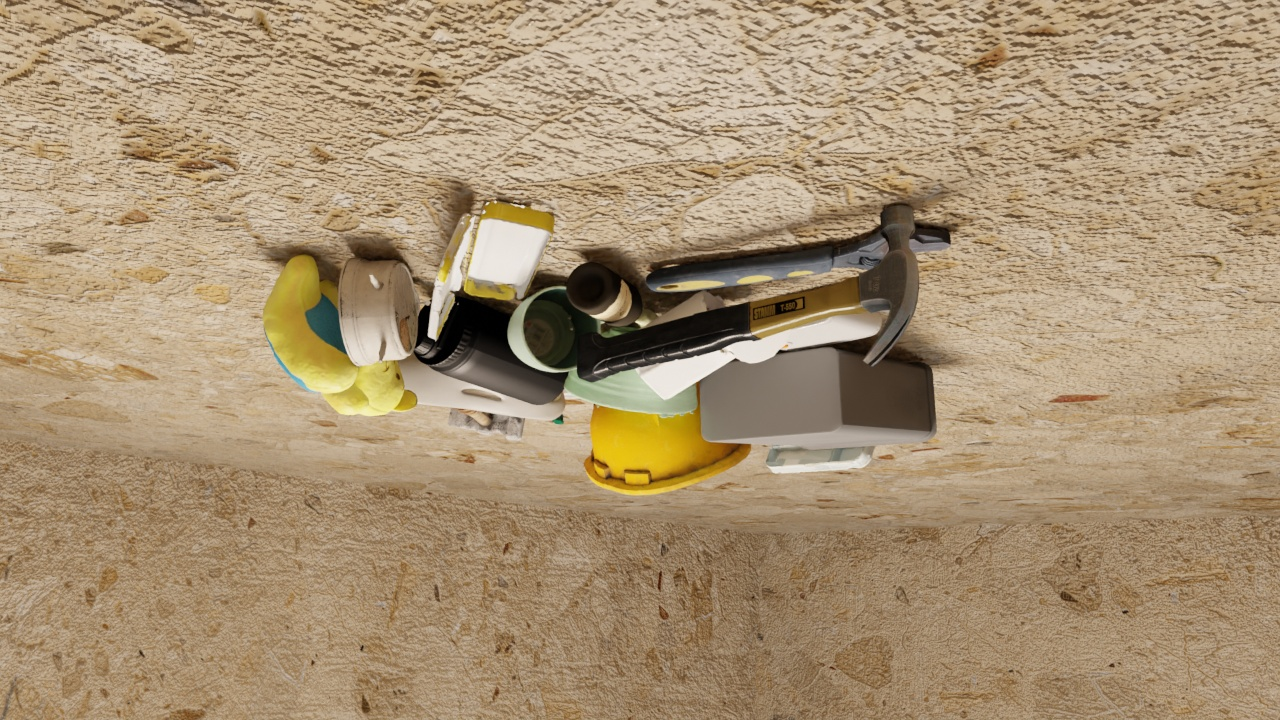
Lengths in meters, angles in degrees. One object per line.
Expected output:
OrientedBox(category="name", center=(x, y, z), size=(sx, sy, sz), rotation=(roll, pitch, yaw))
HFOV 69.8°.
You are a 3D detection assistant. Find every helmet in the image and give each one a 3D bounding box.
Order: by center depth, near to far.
OrientedBox(category="helmet", center=(0.019, 0.067, 1.173), size=(0.205, 0.131, 0.256), rotation=(-20, -166, -23))

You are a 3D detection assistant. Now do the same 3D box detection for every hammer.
OrientedBox(category="hammer", center=(0.075, -0.029, 0.774), size=(0.334, 0.117, 0.025), rotation=(-14, 156, 37))
OrientedBox(category="hammer", center=(-0.242, 0.070, 1.318), size=(0.121, 0.049, 0.319), rotation=(9, 170, 1))

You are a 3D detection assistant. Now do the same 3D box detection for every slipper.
OrientedBox(category="slipper", center=(-0.211, 0.007, 1.133), size=(0.265, 0.081, 0.112), rotation=(13, -153, -19))

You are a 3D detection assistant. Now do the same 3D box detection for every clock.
OrientedBox(category="clock", center=(-0.244, -0.052, 0.899), size=(0.061, 0.103, 0.156), rotation=(-3, -169, 0))

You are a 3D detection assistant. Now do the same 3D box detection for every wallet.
OrientedBox(category="wallet", center=(0.180, -0.035, 0.939), size=(0.115, 0.037, 0.119), rotation=(10, 165, -43))

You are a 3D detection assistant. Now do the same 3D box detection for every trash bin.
OrientedBox(category="trash bin", center=(0.208, 0.049, 1.070), size=(0.192, 0.097, 0.219), rotation=(-9, 169, 41))

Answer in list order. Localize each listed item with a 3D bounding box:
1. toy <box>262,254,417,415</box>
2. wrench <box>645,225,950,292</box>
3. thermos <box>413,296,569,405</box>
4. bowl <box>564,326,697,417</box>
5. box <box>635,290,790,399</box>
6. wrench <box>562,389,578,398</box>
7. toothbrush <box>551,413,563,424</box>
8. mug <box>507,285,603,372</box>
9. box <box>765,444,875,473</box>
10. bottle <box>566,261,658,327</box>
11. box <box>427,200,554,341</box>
OrientedBox(category="toy", center=(-0.316, -0.010, 0.962), size=(0.084, 0.149, 0.214), rotation=(-20, 170, 1))
OrientedBox(category="wrench", center=(0.128, -0.083, 0.796), size=(0.274, 0.022, 0.073), rotation=(-5, 163, 28))
OrientedBox(category="thermos", center=(-0.169, -0.013, 1.014), size=(0.086, 0.086, 0.198), rotation=(-6, 163, 32))
OrientedBox(category="bowl", center=(-0.006, 0.006, 1.022), size=(0.151, 0.077, 0.150), rotation=(8, -170, -2))
OrientedBox(category="box", center=(0.068, -0.023, 0.898), size=(0.166, 0.092, 0.083), rotation=(-33, 119, 21))
OrientedBox(category="wrench", center=(-0.112, 0.053, 1.388), size=(0.273, 0.018, 0.087), rotation=(-1, 165, 13))
OrientedBox(category="toothbrush", center=(-0.151, 0.072, 1.404), size=(0.016, 0.017, 0.190), rotation=(-2, 164, 13))
OrientedBox(category="mug", center=(-0.081, -0.034, 0.946), size=(0.111, 0.084, 0.104), rotation=(-18, -176, -19))
OrientedBox(category="box", center=(0.231, 0.087, 1.336), size=(0.127, 0.106, 0.216), rotation=(38, 151, -23))
OrientedBox(category="bottle", center=(-0.017, -0.054, 0.905), size=(0.045, 0.045, 0.184), rotation=(-1, 172, 19))
OrientedBox(category="box", center=(-0.144, -0.080, 0.819), size=(0.117, 0.057, 0.210), rotation=(-29, 177, -19))
